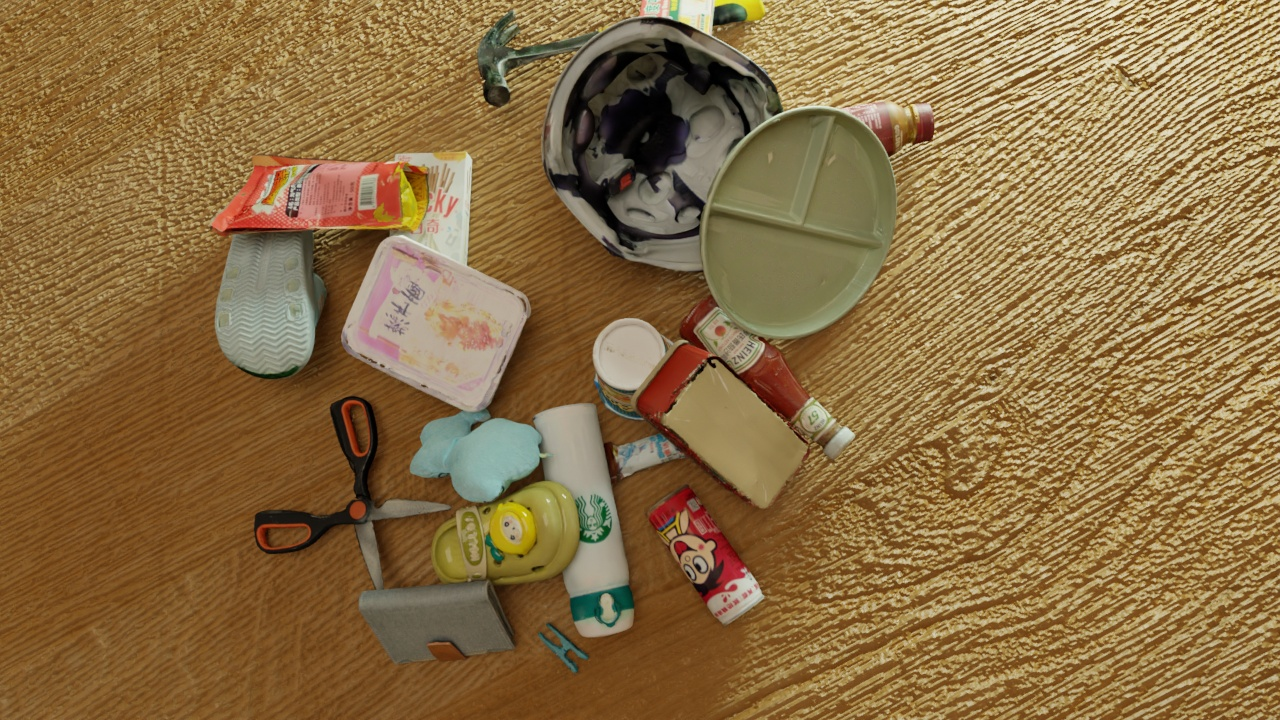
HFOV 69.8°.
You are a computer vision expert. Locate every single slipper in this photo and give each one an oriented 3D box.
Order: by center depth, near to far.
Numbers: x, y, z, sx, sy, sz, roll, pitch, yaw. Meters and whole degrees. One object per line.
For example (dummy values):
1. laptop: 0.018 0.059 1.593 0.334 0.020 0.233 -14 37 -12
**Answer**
1. slipper: -0.145 0.178 0.885 0.191 0.081 0.091 -23 76 31
2. slipper: -0.398 -0.084 1.005 0.104 0.074 0.245 -10 61 3

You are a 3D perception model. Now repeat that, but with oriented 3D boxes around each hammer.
1. hammer: -0.024 -0.368 1.026 0.323 0.032 0.126 -13 57 -1

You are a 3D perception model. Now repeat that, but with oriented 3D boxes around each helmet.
1. helmet: 0.024 -0.218 0.931 0.258 0.145 0.229 31 106 -20

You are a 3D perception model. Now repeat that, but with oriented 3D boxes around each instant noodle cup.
1. instant noodle cup: -0.005 0.005 0.918 0.099 0.110 0.099 -1 78 6
2. instant noodle cup: -0.209 -0.038 0.963 0.173 0.060 0.138 26 95 6

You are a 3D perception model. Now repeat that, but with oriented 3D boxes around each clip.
1. clip: -0.078 0.287 0.917 0.057 0.014 0.046 41 87 14

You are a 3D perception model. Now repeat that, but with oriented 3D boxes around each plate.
1. plate: 0.154 -0.132 0.900 0.229 0.027 0.230 -10 114 -23

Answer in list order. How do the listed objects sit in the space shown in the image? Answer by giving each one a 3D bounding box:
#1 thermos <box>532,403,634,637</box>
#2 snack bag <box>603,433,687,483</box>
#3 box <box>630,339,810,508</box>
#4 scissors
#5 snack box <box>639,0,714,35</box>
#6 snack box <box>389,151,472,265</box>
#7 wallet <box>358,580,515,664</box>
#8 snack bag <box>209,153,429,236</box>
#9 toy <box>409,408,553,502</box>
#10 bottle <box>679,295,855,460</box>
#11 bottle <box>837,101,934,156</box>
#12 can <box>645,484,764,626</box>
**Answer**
1. thermos: -0.054 0.158 0.910 0.073 0.073 0.224 -13 77 4
2. snack bag: 0.012 0.093 0.941 0.104 0.026 0.048 -14 68 4
3. box: 0.081 0.066 0.865 0.168 0.078 0.091 42 83 -31
4. scissors: -0.301 0.143 0.957 0.231 0.021 0.220 -7 72 14
5. snack box: 0.041 -0.387 0.994 0.077 0.027 0.155 0 57 9
6. snack box: -0.234 -0.155 1.022 0.085 0.027 0.156 -1 79 7
7. wallet: -0.197 0.261 0.898 0.130 0.107 0.036 -7 38 8
8. snack bag: -0.339 -0.177 0.981 0.208 0.073 0.128 1 48 7
9. toy: -0.159 0.091 0.912 0.156 0.161 0.050 -14 121 13
10. bottle: 0.128 0.019 0.925 0.206 0.060 0.059 43 86 13
11. bottle: 0.218 -0.238 0.969 0.175 0.057 0.057 -8 77 5
12. can: 0.063 0.190 0.900 0.053 0.053 0.132 -35 77 -2
